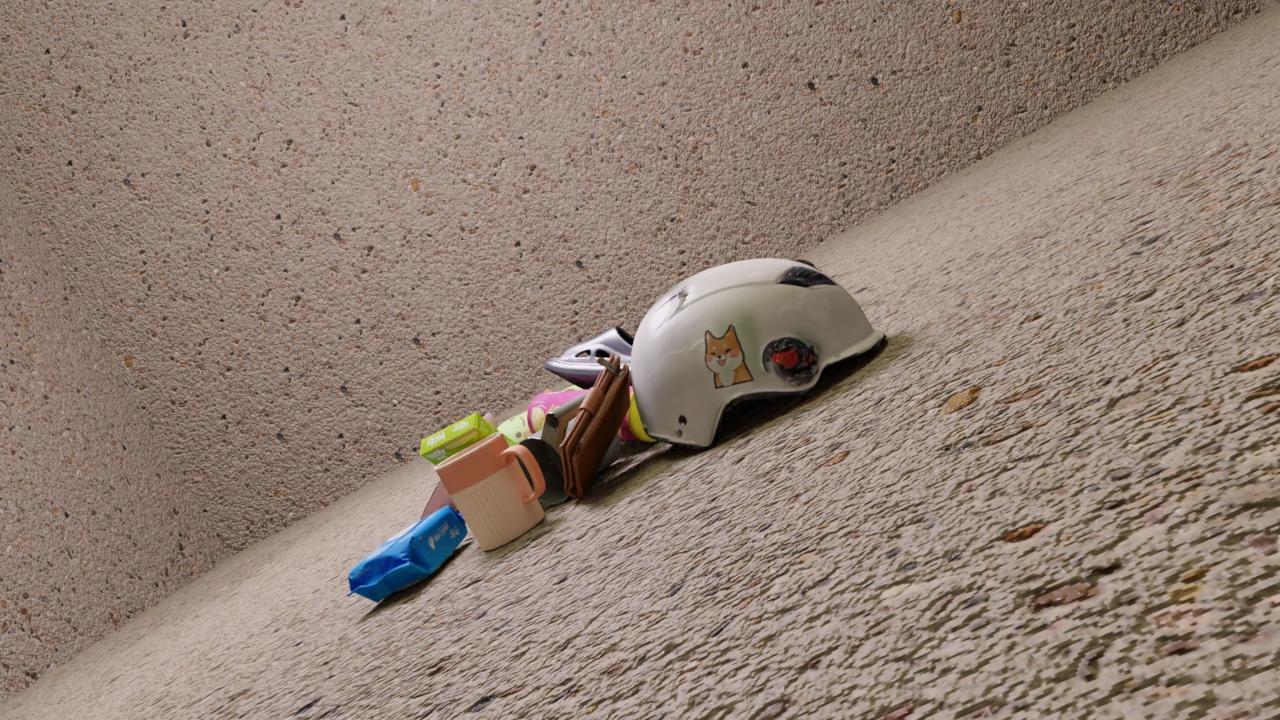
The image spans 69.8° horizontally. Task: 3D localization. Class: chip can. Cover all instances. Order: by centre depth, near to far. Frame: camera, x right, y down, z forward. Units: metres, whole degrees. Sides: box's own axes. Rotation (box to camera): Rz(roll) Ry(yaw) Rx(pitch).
[{"bbox_3d":[-0.057,0.069,1.164,0.211,0.071,0.071,-6,20,48],"label":"chip can"}]

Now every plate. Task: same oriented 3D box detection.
[{"bbox_3d":[-0.261,0.169,1.372,0.192,0.039,0.192,-59,0,0],"label":"plate"}]

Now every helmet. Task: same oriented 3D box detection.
[{"bbox_3d":[0.104,-0.028,0.983,0.274,0.157,0.230,-28,5,6],"label":"helmet"}]

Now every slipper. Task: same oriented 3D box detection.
[{"bbox_3d":[-0.007,0.007,1.199,0.269,0.110,0.083,5,69,42],"label":"slipper"}]

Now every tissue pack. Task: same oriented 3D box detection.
[{"bbox_3d":[-0.263,0.224,1.052,0.095,0.052,0.157,-29,4,16],"label":"tissue pack"}]

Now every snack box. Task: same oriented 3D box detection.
[{"bbox_3d":[-0.179,0.126,1.099,0.086,0.156,0.026,-27,43,21],"label":"snack box"}]

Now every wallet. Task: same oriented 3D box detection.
[{"bbox_3d":[-0.046,0.068,0.986,0.119,0.035,0.130,84,-151,-52],"label":"wallet"}]

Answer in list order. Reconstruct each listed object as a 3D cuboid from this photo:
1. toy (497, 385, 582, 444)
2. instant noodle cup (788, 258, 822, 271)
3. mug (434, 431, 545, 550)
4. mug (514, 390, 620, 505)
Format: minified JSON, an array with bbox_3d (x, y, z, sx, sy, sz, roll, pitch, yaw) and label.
[{"bbox_3d":[-0.109,0.092,1.326,0.246,0.090,0.227,-25,23,-5],"label":"toy"},{"bbox_3d":[0.227,-0.090,1.358,0.111,0.111,0.120,-28,-3,8],"label":"instant noodle cup"},{"bbox_3d":[-0.152,0.137,0.997,0.115,0.106,0.081,-26,5,32],"label":"mug"},{"bbox_3d":[-0.078,0.092,1.058,0.103,0.084,0.124,-30,-36,-50],"label":"mug"}]
